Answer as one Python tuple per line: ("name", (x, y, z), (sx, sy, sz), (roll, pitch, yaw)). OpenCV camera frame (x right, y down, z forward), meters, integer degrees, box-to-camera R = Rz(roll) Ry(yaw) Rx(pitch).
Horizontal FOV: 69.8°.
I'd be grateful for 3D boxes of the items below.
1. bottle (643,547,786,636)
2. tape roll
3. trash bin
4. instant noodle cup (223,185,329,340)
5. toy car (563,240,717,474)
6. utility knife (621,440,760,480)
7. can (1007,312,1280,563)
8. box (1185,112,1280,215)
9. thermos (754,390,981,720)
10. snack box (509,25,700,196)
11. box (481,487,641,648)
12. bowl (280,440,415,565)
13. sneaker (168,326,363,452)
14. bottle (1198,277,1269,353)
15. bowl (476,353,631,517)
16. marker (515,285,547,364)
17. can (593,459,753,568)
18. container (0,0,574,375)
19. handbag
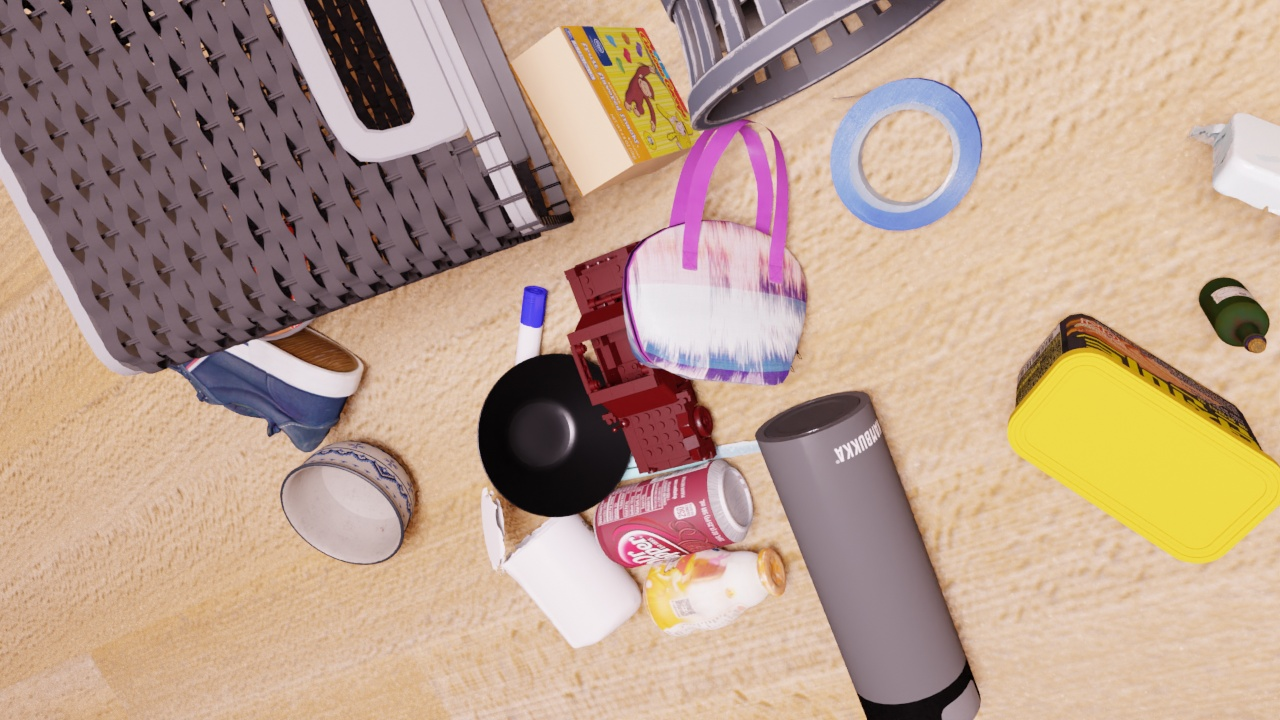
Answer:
("bottle", (0.058, 0.175, 0.711), (0.109, 0.063, 0.063), (-22, 98, 29))
("tape roll", (0.167, -0.130, 0.581), (0.091, 0.016, 0.093), (-3, 107, 25))
("trash bin", (0.051, -0.270, 0.505), (0.165, 0.163, 0.227), (-26, 93, 29))
("instant noodle cup", (-0.339, -0.095, 0.767), (0.122, 0.123, 0.124), (22, 116, 25))
("toy car", (-0.003, 0.004, 0.673), (0.070, 0.061, 0.170), (-17, 95, 28))
("utility knife", (0.036, 0.075, 0.715), (0.169, 0.015, 0.022), (-12, 104, 23))
("can", (0.289, 0.039, 0.539), (0.131, 0.100, 0.073), (35, 118, 9))
("box", (0.374, -0.070, 0.443), (0.197, 0.135, 0.043), (28, 123, 12))
("thermos", (0.162, 0.148, 0.644), (0.082, 0.082, 0.240), (-18, 100, 28))
("snack box", (-0.016, -0.163, 0.588), (0.040, 0.125, 0.088), (-26, 96, 29))
("box", (-0.077, 0.161, 0.752), (0.091, 0.081, 0.161), (-37, 88, -12))
("bowl", (-0.254, 0.120, 0.823), (0.115, 0.059, 0.116), (7, 123, 11))
("sneaker", (-0.393, -0.007, 0.823), (0.294, 0.120, 0.127), (30, 104, 8))
("bottle", (0.325, -0.023, 0.499), (0.025, 0.105, 0.025), (8, 111, 21))
("bowl", (-0.072, 0.058, 0.719), (0.124, 0.123, 0.053), (64, 159, -7))
("marker", (-0.093, 0.009, 0.743), (0.020, 0.020, 0.142), (17, 114, 17))
("can", (0.025, 0.119, 0.705), (0.114, 0.063, 0.063), (-20, 99, 28))
("container", (-0.209, -0.150, 0.564), (0.244, 0.245, 0.247), (-22, 99, 4))
("handbag", (0.057, -0.073, 0.608), (0.068, 0.144, 0.170), (16, 100, 62))
